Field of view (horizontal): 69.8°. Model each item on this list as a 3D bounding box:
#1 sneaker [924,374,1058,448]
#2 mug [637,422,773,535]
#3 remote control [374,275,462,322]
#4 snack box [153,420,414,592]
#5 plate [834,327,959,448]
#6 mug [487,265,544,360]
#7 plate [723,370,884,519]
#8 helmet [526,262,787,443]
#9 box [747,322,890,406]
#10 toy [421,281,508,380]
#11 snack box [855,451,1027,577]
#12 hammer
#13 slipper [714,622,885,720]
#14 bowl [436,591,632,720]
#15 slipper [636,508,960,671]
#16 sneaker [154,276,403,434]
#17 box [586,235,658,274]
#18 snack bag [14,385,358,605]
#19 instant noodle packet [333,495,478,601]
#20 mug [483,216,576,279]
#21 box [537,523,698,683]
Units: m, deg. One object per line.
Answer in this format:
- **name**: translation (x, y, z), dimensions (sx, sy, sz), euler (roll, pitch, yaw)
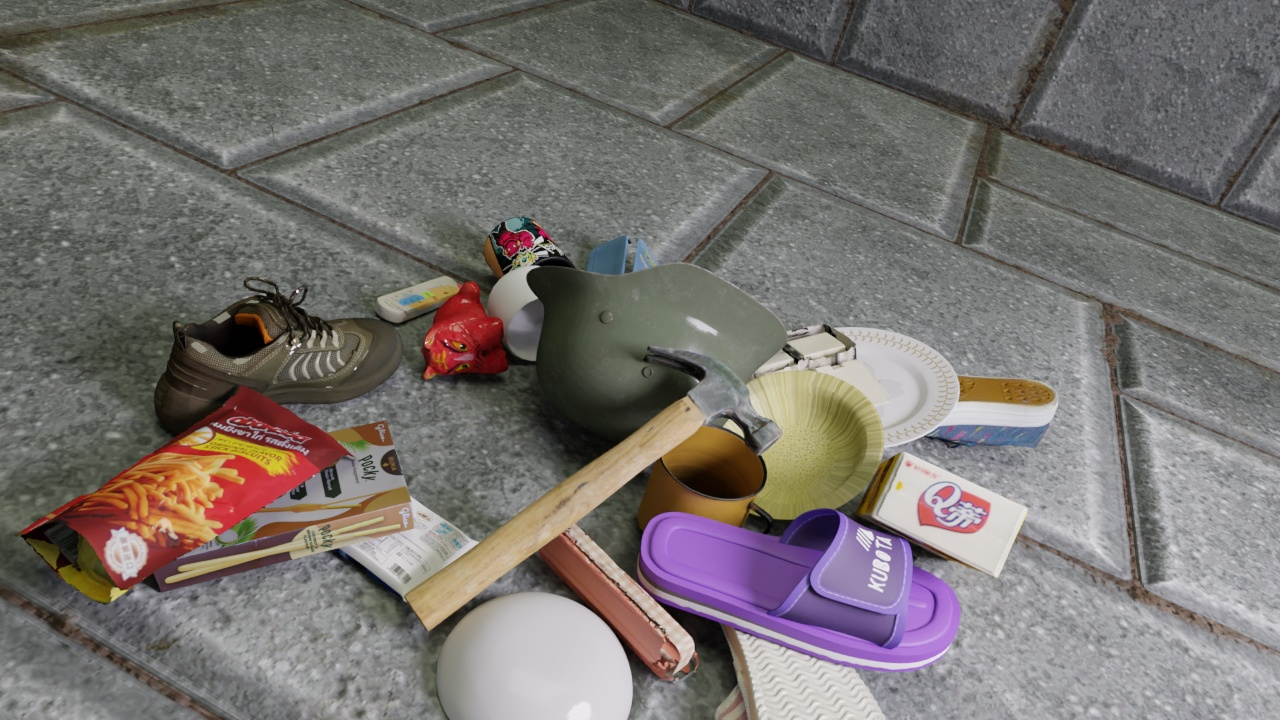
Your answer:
- **sneaker**: translation (0.371, 0.067, 1.102), dimensions (0.235, 0.079, 0.087), euler (0, 33, 7)
- **mug**: translation (0.062, 0.131, 0.838), dimensions (0.124, 0.094, 0.100), euler (34, 38, 23)
- **remote control**: translation (-0.253, -0.072, 1.067), dimensions (0.038, 0.018, 0.125), euler (31, 33, 20)
- **snack box**: translation (-0.285, 0.111, 0.730), dimensions (0.185, 0.032, 0.101), euler (-12, 41, -20)
- **plate**: translation (0.249, 0.032, 1.086), dimensions (0.242, 0.016, 0.242), euler (-6, 34, 4)
- **mug**: translation (-0.111, -0.059, 1.030), dimensions (0.115, 0.094, 0.068), euler (-32, 45, -3)
- **plate**: translation (0.157, 0.093, 0.949), dimensions (0.184, 0.036, 0.184), euler (-9, 48, 10)
- **helmet**: translation (-0.005, 0.005, 0.915), dimensions (0.267, 0.227, 0.153), euler (24, 73, -9)
- **box**: translation (0.186, 0.021, 1.058), dimensions (0.144, 0.058, 0.187), euler (-13, 31, -9)
- **toy**: translation (-0.206, -0.034, 0.986), dimensions (0.094, 0.088, 0.133), euler (-19, 32, -20)
- **snack box**: translation (0.264, 0.139, 0.836), dimensions (0.110, 0.061, 0.230), euler (26, -4, 13)
- **hammer**: translation (-0.044, 0.102, 0.749), dimensions (0.329, 0.033, 0.132), euler (-34, 75, -22)
- **slipper**: translation (0.113, 0.260, 0.711), dimensions (0.115, 0.052, 0.262), euler (4, 28, -15)
- **bowl**: translation (-0.074, 0.223, 0.683), dimensions (0.149, 0.043, 0.149), euler (12, 33, -8)
- **slipper**: translation (0.133, 0.164, 0.736), dimensions (0.266, 0.084, 0.107), euler (13, 35, 5)
- **sneaker**: translation (-0.329, -0.030, 0.852), dimensions (0.101, 0.143, 0.237), euler (37, 37, 28)
- **box**: translation (-0.027, -0.086, 1.187), dimensions (0.085, 0.073, 0.208), euler (51, 24, -25)
- **snack bag**: translation (-0.333, 0.095, 0.691), dimensions (0.139, 0.067, 0.207), euler (18, 30, 24)
- **instant noodle packet**: translation (-0.211, 0.140, 0.760), dimensions (0.134, 0.026, 0.086), euler (29, 34, 19)
- **mug**: translation (-0.124, -0.112, 1.140), dimensions (0.118, 0.082, 0.098), euler (24, 19, -47)
- **box**: translation (-0.024, 0.186, 0.755), dimensions (0.187, 0.056, 0.071), euler (38, 6, 27)
